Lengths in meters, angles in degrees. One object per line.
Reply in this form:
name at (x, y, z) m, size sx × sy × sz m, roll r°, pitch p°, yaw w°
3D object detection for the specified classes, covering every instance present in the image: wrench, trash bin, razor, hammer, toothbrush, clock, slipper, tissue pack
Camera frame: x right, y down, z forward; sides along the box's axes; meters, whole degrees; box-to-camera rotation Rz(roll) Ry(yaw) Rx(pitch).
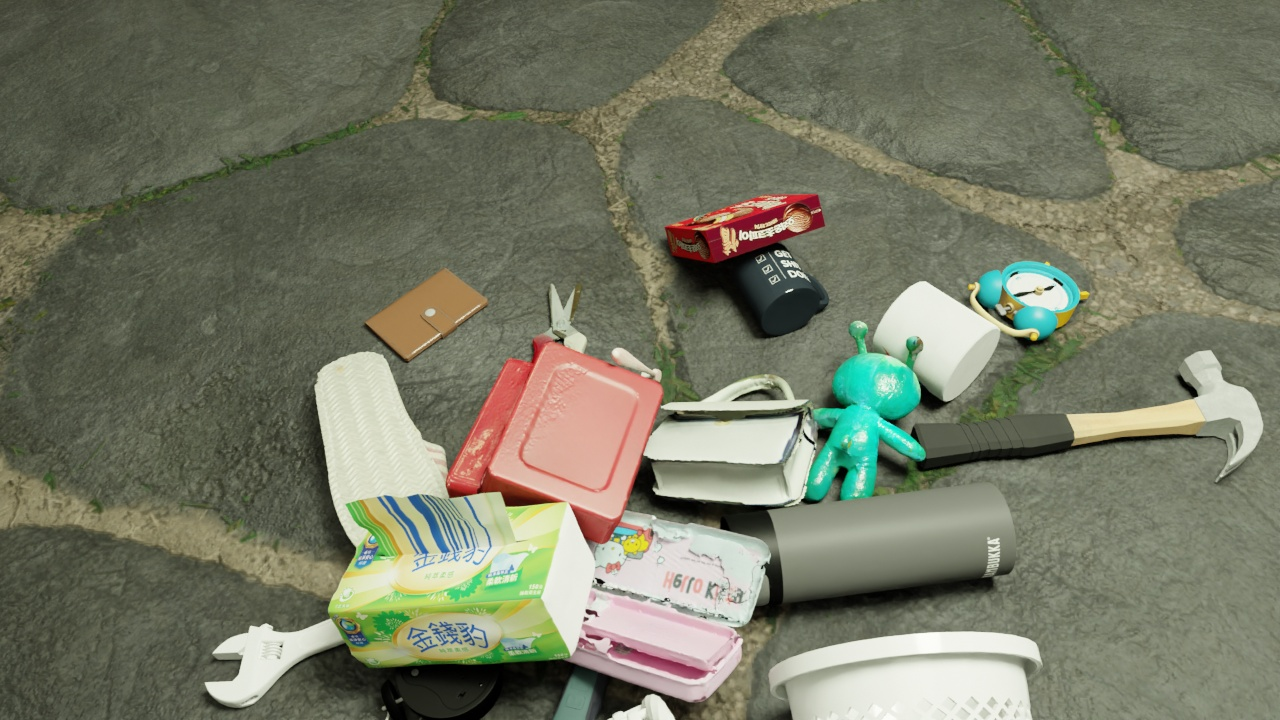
wrench at (-0.253, 0.237, 0.830) m, size 0.273 × 0.018 × 0.066 m, roll -19°, pitch 52°, yaw -12°
trash bin at (0.199, 0.313, 0.636) m, size 0.195 × 0.196 × 0.199 m, roll -4°, pitch 60°, yaw 1°
razor at (-0.050, 0.286, 0.759) m, size 0.047 × 0.052 × 0.142 m, roll 9°, pitch 42°, yaw 12°
hammer at (0.435, 0.067, 0.902) m, size 0.328 × 0.039 × 0.131 m, roll -6°, pitch 52°, yaw 0°
toothbrush at (-0.005, 0.005, 0.910) m, size 0.018 × 0.181 × 0.015 m, roll 6°, pitch 84°, yaw 13°
clock at (-0.166, 0.275, 0.774) m, size 0.091 × 0.043 × 0.120 m, roll 22°, pitch 56°, yaw 20°
slipper at (-0.255, 0.100, 0.920) m, size 0.115 × 0.052 × 0.262 m, roll -21°, pitch 56°, yaw -15°
tissue pack at (-0.152, 0.159, 0.734) m, size 0.198 × 0.141 × 0.120 m, roll -12°, pitch 34°, yaw 11°
clock at (0.427, -0.068, 1.011) m, size 0.129 × 0.044 × 0.099 m, roll -23°, pitch 52°, yaw -23°

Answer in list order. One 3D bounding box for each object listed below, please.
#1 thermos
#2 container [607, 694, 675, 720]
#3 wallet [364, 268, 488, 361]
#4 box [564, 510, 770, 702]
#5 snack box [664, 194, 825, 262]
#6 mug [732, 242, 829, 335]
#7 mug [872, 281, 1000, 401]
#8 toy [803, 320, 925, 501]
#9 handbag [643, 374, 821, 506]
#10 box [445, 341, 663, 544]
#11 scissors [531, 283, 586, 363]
thermos at (0.196, 0.164, 0.812) m, size 0.240 × 0.082 × 0.082 m, roll -7°, pitch 51°, yaw -1°
container at (-0.036, 0.351, 0.609) m, size 0.186 × 0.190 × 0.189 m, roll -21°, pitch 52°, yaw -11°
wallet at (-0.250, -0.056, 1.071) m, size 0.087 × 0.013 × 0.120 m, roll 36°, pitch 62°, yaw 29°
box at (0.001, 0.204, 0.775) m, size 0.202 × 0.067 × 0.153 m, roll 6°, pitch 42°, yaw 35°
snack box at (0.115, -0.153, 1.051) m, size 0.132 × 0.036 × 0.152 m, roll -19°, pitch 14°, yaw -11°
mug at (0.165, -0.080, 1.030) m, size 0.105 × 0.071 × 0.077 m, roll 1°, pitch 45°, yaw -31°
mug at (0.314, -0.021, 0.958) m, size 0.121 × 0.091 × 0.090 m, roll -9°, pitch 41°, yaw -48°
toy at (0.218, 0.054, 0.898) m, size 0.131 × 0.072 × 0.193 m, roll 14°, pitch 68°, yaw 29°
handbag at (0.097, 0.057, 0.895) m, size 0.151 × 0.074 × 0.175 m, roll 1°, pitch 33°, yaw 26°
box at (-0.073, 0.090, 0.844) m, size 0.170 × 0.157 × 0.156 m, roll 11°, pitch 53°, yaw 14°
scissors at (-0.091, -0.009, 1.019) m, size 0.184 × 0.015 × 0.179 m, roll -37°, pitch 56°, yaw -23°
